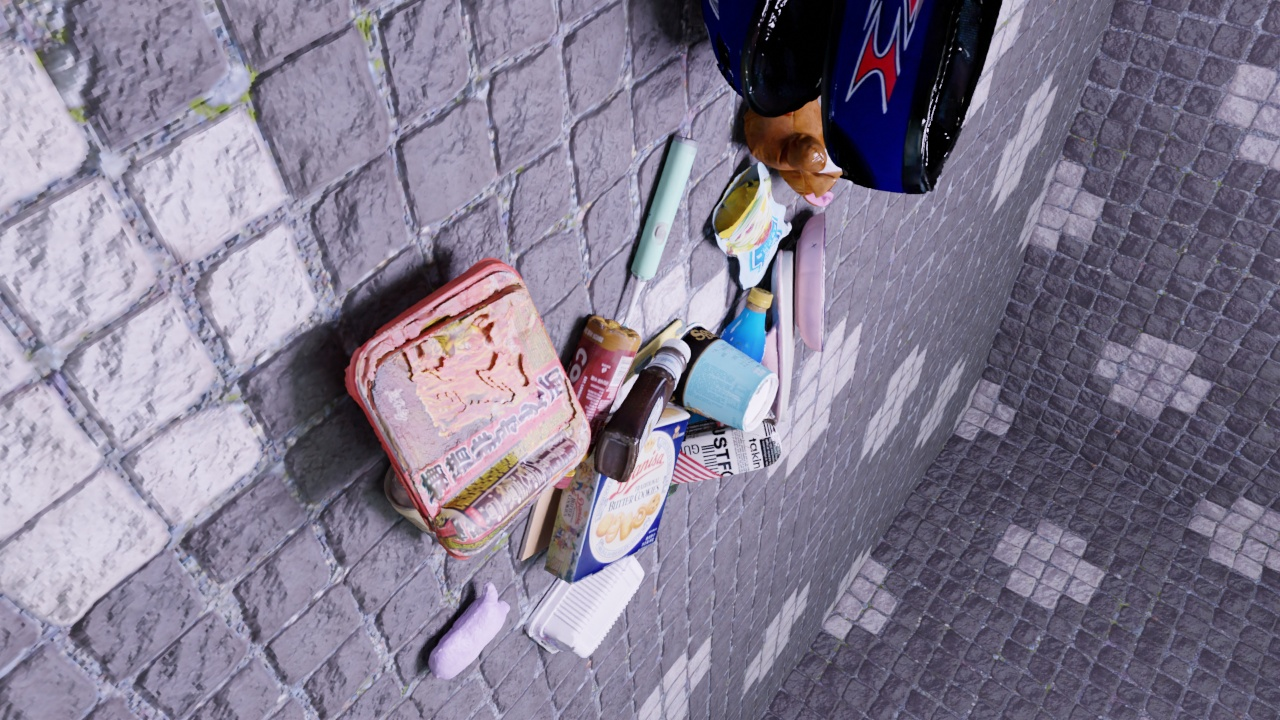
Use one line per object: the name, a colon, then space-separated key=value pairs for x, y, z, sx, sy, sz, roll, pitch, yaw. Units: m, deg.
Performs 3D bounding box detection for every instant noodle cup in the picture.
instant noodle cup: x=-0.136 y=0.033 z=0.703 sx=0.164 sy=0.079 sz=0.189 roll=-40 pitch=119 yaw=-36
instant noodle cup: x=0.098 y=0.028 z=1.120 sx=0.111 sy=0.120 sz=0.111 roll=-42 pitch=148 yaw=-35
instant noodle cup: x=-0.061 y=0.304 z=1.179 sx=0.173 sy=0.060 sz=0.138 roll=-52 pitch=153 yaw=-17

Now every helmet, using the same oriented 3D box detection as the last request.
helmet: x=0.168 y=-0.308 z=0.766 sx=0.247 sy=0.241 sz=0.315 roll=27 pitch=81 yaw=-65

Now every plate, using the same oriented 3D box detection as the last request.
plate: x=0.236 y=-0.107 z=1.269 sx=0.192 sy=0.039 sz=0.192 roll=2 pitch=89 yaw=-78

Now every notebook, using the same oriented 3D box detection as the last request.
notebook: x=-0.059 y=0.140 z=1.076 sx=0.207 sy=0.008 sz=0.148 roll=-18 pitch=130 yaw=-56

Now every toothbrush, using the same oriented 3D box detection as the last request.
toothbrush: x=0.011 y=-0.117 z=0.926 sx=0.026 sy=0.027 sz=0.225 roll=11 pitch=111 yaw=-22

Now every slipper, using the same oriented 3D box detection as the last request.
slipper: x=0.185 y=-0.028 z=1.275 sx=0.113 sy=0.054 sz=0.275 roll=-73 pitch=162 yaw=-51

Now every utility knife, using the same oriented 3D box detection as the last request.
utility knife: x=-0.006 y=0.006 z=1.038 sx=0.197 sy=0.021 sz=0.031 roll=-37 pitch=140 yaw=-33

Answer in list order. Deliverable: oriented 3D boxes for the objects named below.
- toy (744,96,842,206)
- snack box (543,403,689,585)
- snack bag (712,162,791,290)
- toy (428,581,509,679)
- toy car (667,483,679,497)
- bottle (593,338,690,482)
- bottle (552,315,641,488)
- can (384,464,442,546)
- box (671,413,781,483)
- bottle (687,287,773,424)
toy: x=0.195 y=-0.251 z=1.037 sx=0.199 sy=0.131 sz=0.140 roll=21 pitch=75 yaw=-71
snack box: x=-0.025 y=0.150 z=1.069 sx=0.177 sy=0.046 sz=0.183 roll=-11 pitch=119 yaw=-57
snack bag: x=0.138 y=-0.156 z=1.110 sx=0.110 sy=0.039 sz=0.191 roll=-65 pitch=156 yaw=-6
toy: x=-0.180 y=0.287 z=0.963 sx=0.107 sy=0.039 sz=0.084 roll=-47 pitch=151 yaw=-23
toy car: x=0.019 y=0.165 z=1.214 sx=0.091 sy=0.036 sz=0.043 roll=-9 pitch=125 yaw=-54
bottle: x=0.008 y=0.042 z=0.975 sx=0.194 sy=0.044 sz=0.080 roll=-58 pitch=166 yaw=-49
bottle: x=-0.058 y=0.044 z=0.924 sx=0.057 sy=0.057 sz=0.175 roll=5 pitch=111 yaw=-62
can: x=-0.171 y=0.123 z=0.794 sx=0.058 sy=0.058 sz=0.116 roll=-53 pitch=153 yaw=-17
box: x=0.095 y=0.100 z=1.171 sx=0.087 sy=0.163 sz=0.076 roll=-80 pitch=156 yaw=-66
bottle: x=0.123 y=0.010 z=1.212 sx=0.065 sy=0.065 sz=0.219 roll=-11 pitch=126 yaw=-58
